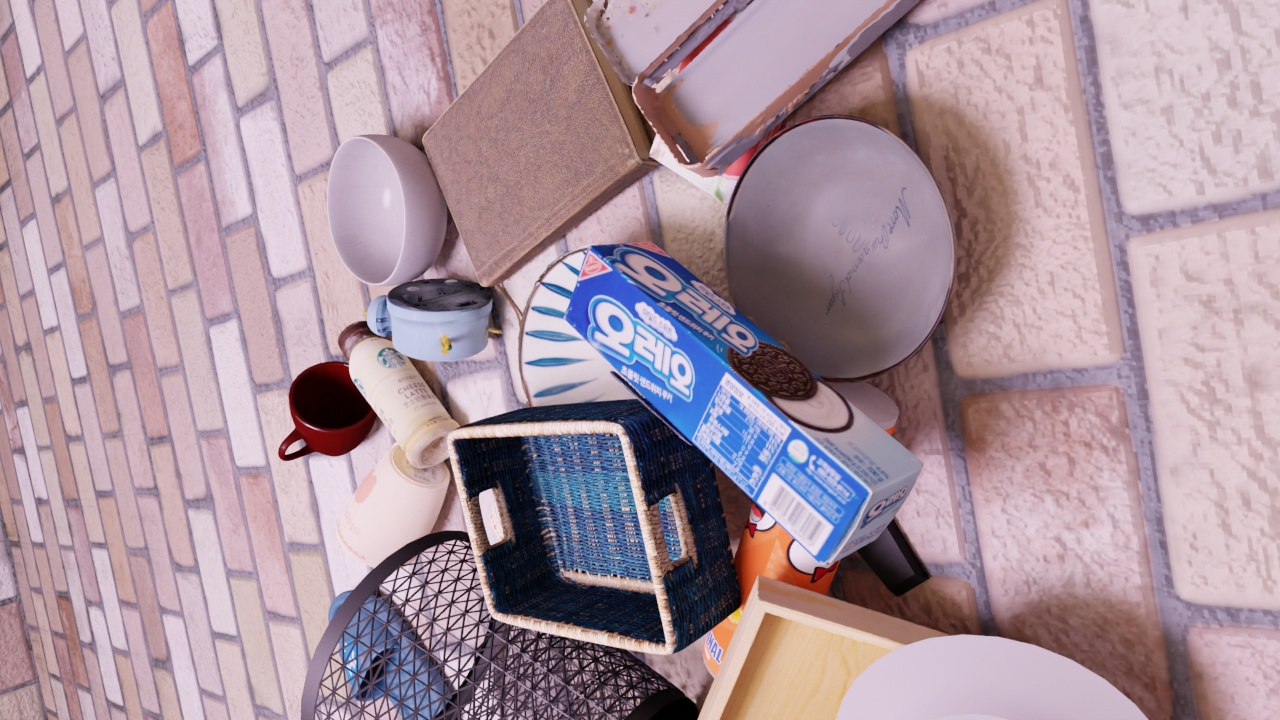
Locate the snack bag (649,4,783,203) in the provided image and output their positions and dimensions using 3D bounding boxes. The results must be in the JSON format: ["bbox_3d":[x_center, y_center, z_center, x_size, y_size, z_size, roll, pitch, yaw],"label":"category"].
[{"bbox_3d":[0.056,-0.167,0.589,0.077,0.036,0.116,39,123,29],"label":"snack bag"}]

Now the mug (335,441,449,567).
[{"bbox_3d":[-0.238,0.129,0.900,0.104,0.085,0.111,-56,33,24],"label":"mug"}]

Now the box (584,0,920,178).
[{"bbox_3d":[0.074,-0.225,0.522,0.217,0.042,0.148,-40,76,22],"label":"box"}]

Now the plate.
[{"bbox_3d":[0.184,0.226,0.477,0.173,0.019,0.173,8,109,23],"label":"plate"}]

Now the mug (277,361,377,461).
[{"bbox_3d":[-0.325,0.068,0.945,0.087,0.113,0.089,37,142,12],"label":"mug"}]

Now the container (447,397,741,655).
[{"bbox_3d":[-0.035,0.102,0.607,0.188,0.071,0.145,-7,98,45],"label":"container"}]

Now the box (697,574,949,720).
[{"bbox_3d":[0.149,0.280,0.563,0.261,0.096,0.248,22,114,11],"label":"box"}]

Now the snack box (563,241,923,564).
[{"bbox_3d":[0.049,0.014,0.520,0.226,0.059,0.059,42,126,31],"label":"snack box"}]

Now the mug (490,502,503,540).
[{"bbox_3d":[-0.047,0.113,0.730,0.122,0.080,0.097,35,115,10],"label":"mug"}]

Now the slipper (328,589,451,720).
[{"bbox_3d":[-0.275,0.328,0.985,0.214,0.059,0.104,34,118,30],"label":"slipper"}]

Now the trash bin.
[{"bbox_3d":[-0.099,0.283,0.724,0.243,0.216,0.217,20,112,31],"label":"trash bin"}]

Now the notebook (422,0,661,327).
[{"bbox_3d":[-0.079,-0.147,0.718,0.216,0.034,0.190,-28,81,42],"label":"notebook"}]

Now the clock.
[{"bbox_3d":[-0.183,-0.040,0.800,0.125,0.088,0.052,21,119,35],"label":"clock"}]

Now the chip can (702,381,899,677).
[{"bbox_3d":[0.096,0.113,0.579,0.062,0.062,0.211,32,119,33],"label":"chip can"}]

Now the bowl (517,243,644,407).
[{"bbox_3d":[-0.004,0.004,0.658,0.178,0.070,0.177,10,105,40],"label":"bowl"}]

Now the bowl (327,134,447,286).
[{"bbox_3d":[-0.221,-0.135,0.827,0.132,0.064,0.132,12,108,42],"label":"bowl"}]

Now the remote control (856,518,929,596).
[{"bbox_3d":[0.136,0.093,0.590,0.039,0.010,0.124,-48,67,38],"label":"remote control"}]

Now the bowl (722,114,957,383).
[{"bbox_3d":[0.123,-0.066,0.536,0.151,0.056,0.151,11,107,40],"label":"bowl"}]

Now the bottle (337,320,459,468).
[{"bbox_3d":[-0.236,0.028,0.883,0.162,0.056,0.057,48,127,24],"label":"bottle"}]
